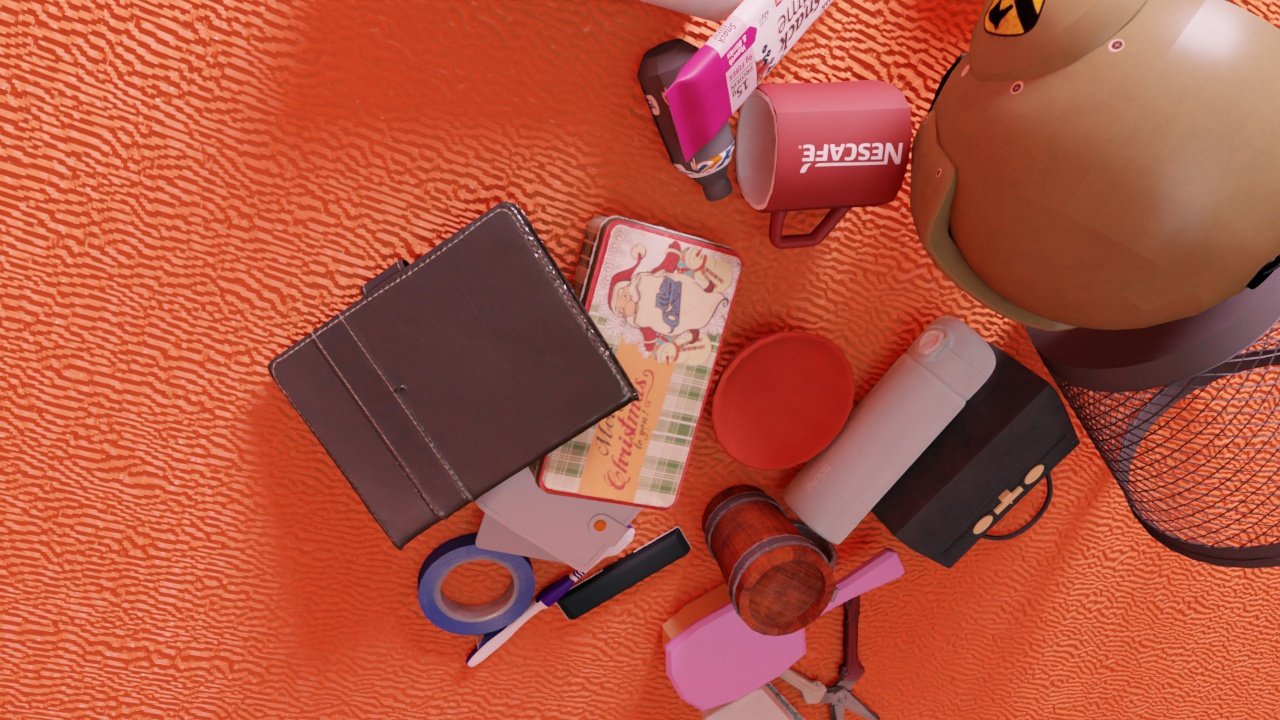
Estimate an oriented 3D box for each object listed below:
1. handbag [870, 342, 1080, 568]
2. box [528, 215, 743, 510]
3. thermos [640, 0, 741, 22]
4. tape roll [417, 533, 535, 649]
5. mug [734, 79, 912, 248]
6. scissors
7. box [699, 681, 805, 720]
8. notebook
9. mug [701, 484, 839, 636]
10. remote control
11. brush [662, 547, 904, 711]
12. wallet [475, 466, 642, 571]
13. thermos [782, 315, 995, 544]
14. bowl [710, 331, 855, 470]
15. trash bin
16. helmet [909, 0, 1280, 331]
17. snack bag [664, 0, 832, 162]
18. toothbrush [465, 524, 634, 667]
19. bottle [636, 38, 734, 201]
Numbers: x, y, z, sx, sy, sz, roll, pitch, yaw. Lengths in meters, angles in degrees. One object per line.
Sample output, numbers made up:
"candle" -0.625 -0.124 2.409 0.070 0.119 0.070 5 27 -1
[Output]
"handbag" 0.318 0.112 0.834 0.176 0.072 0.195 -47 127 7
"box" -0.004 0.004 0.673 0.117 0.050 0.205 14 99 -19
"thermos" -0.038 -0.266 0.538 0.220 0.099 0.099 9 110 -24
"tape roll" -0.134 0.184 0.753 0.091 0.016 0.093 -43 117 5
"mug" 0.125 -0.136 0.650 0.096 0.080 0.116 -6 121 -13
"scissors" 0.178 0.304 0.895 0.179 0.015 0.199 7 111 -19
"box" 0.128 0.372 0.894 0.083 0.067 0.199 -47 120 -14
"notebook" -0.131 0.011 0.632 0.209 0.029 0.169 -32 94 7
"mug" 0.115 0.162 0.760 0.117 0.111 0.081 11 110 -20
"remote control" -0.014 0.185 0.790 0.124 0.011 0.028 -30 118 -1
"brush" 0.127 0.226 0.822 0.228 0.043 0.089 -28 108 -2
"wallet" -0.069 0.119 0.730 0.118 0.037 0.115 38 97 -24
"thermos" 0.208 0.056 0.765 0.078 0.065 0.207 31 103 -38
"bowl" 0.110 0.028 0.742 0.122 0.035 0.122 -6 115 -13
"trash bin" 0.454 0.010 0.736 0.218 0.217 0.227 -43 113 5
"helmet" 0.288 -0.134 0.584 0.250 0.255 0.233 27 100 -23
"snack bag" 0.085 -0.216 0.590 0.196 0.016 0.070 -50 155 -11
"toothbrush" -0.077 0.199 0.776 0.187 0.016 0.015 -40 118 6
"bottle" 0.036 -0.162 0.630 0.047 0.047 0.112 -27 117 -3
